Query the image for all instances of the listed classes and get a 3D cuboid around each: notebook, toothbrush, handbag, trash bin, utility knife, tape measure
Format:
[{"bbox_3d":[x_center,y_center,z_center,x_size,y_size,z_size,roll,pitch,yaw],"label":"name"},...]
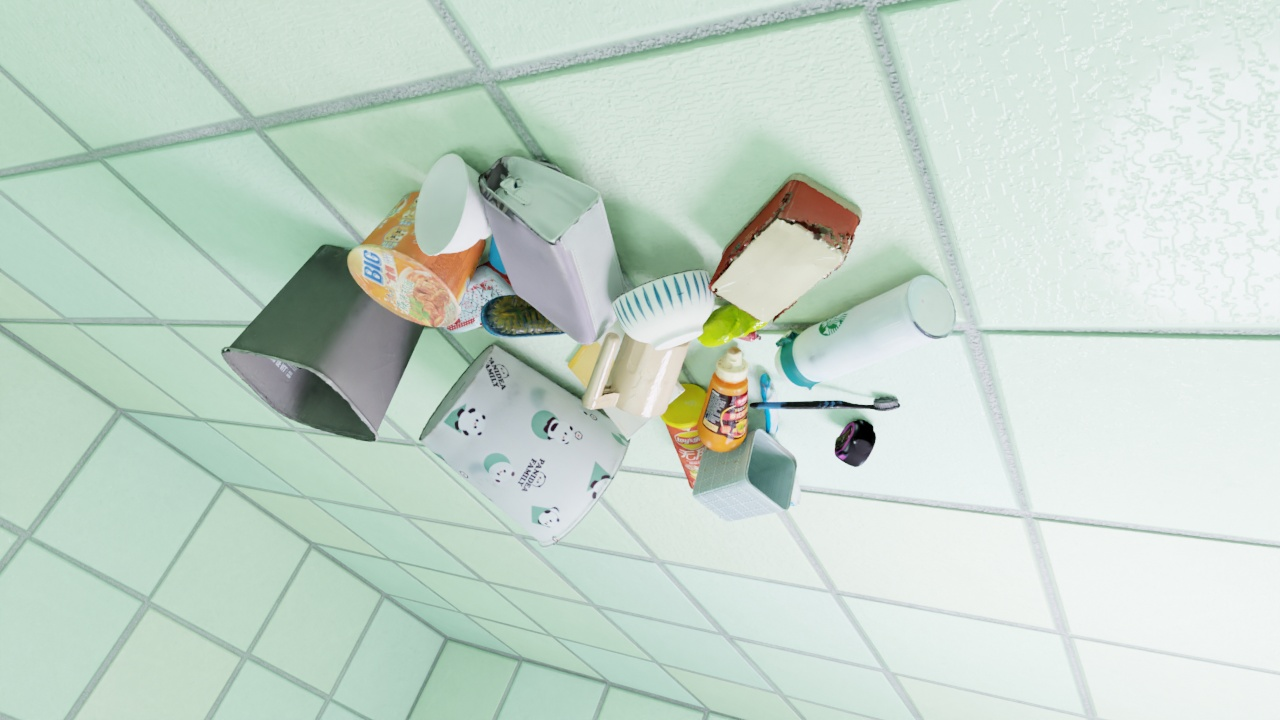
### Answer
[{"bbox_3d":[-0.026,0.023,1.269,0.146,0.010,0.207,50,150,3],"label":"notebook"},{"bbox_3d":[0.229,0.055,1.157,0.190,0.014,0.016,-1,143,21],"label":"toothbrush"},{"bbox_3d":[-0.097,-0.127,1.041,0.145,0.098,0.197,30,156,24],"label":"handbag"},{"bbox_3d":[-0.182,0.122,1.402,0.252,0.229,0.230,38,149,-14],"label":"trash bin"},{"bbox_3d":[-0.438,-0.032,1.326,0.199,0.219,0.199,10,149,22],"label":"trash bin"},{"bbox_3d":[-0.163,-0.165,1.110,0.034,0.018,0.186,30,149,4],"label":"utility knife"},{"bbox_3d":[0.277,0.107,1.192,0.039,0.056,0.058,28,128,-3],"label":"tape measure"}]

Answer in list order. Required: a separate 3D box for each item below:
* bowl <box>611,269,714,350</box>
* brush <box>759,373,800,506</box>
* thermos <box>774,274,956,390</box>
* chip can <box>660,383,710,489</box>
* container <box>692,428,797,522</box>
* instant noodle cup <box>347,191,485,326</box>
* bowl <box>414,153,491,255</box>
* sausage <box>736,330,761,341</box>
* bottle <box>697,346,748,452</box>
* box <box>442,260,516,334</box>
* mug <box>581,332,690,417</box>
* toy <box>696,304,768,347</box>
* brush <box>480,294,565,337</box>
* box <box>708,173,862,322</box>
[{"bbox_3d":[0.032,-0.052,1.039,0.116,0.066,0.116,-18,173,-3],"label":"bowl"},{"bbox_3d":[0.173,0.119,1.301,0.110,0.060,0.315,-1,140,28],"label":"brush"},{"bbox_3d":[0.232,-0.026,1.000,0.073,0.073,0.225,34,150,-18],"label":"thermos"},{"bbox_3d":[0.084,0.120,1.343,0.073,0.073,0.217,11,149,23],"label":"chip can"},{"bbox_3d":[0.139,0.161,1.257,0.090,0.089,0.112,39,139,-25],"label":"container"},{"bbox_3d":[-0.271,-0.131,1.148,0.151,0.111,0.152,18,150,10],"label":"instant noodle cup"},{"bbox_3d":[-0.204,-0.172,1.059,0.064,0.118,0.119,10,165,-40],"label":"bowl"},{"bbox_3d":[0.073,-0.050,1.124,0.156,0.020,0.020,18,151,12],"label":"sausage"},{"bbox_3d":[0.113,0.047,1.191,0.067,0.066,0.150,16,126,15],"label":"bottle"},{"bbox_3d":[-0.236,-0.084,1.268,0.087,0.047,0.202,40,148,-27],"label":"box"},{"bbox_3d":[-0.007,0.007,1.121,0.084,0.124,0.104,46,128,38],"label":"mug"},{"bbox_3d":[0.104,-0.044,1.053,0.100,0.096,0.031,-29,110,21],"label":"toy"},{"bbox_3d":[-0.141,-0.057,1.179,0.143,0.055,0.074,-5,178,-35],"label":"brush"},{"bbox_3d":[0.141,-0.101,0.929,0.091,0.077,0.169,29,151,-8],"label":"box"}]
